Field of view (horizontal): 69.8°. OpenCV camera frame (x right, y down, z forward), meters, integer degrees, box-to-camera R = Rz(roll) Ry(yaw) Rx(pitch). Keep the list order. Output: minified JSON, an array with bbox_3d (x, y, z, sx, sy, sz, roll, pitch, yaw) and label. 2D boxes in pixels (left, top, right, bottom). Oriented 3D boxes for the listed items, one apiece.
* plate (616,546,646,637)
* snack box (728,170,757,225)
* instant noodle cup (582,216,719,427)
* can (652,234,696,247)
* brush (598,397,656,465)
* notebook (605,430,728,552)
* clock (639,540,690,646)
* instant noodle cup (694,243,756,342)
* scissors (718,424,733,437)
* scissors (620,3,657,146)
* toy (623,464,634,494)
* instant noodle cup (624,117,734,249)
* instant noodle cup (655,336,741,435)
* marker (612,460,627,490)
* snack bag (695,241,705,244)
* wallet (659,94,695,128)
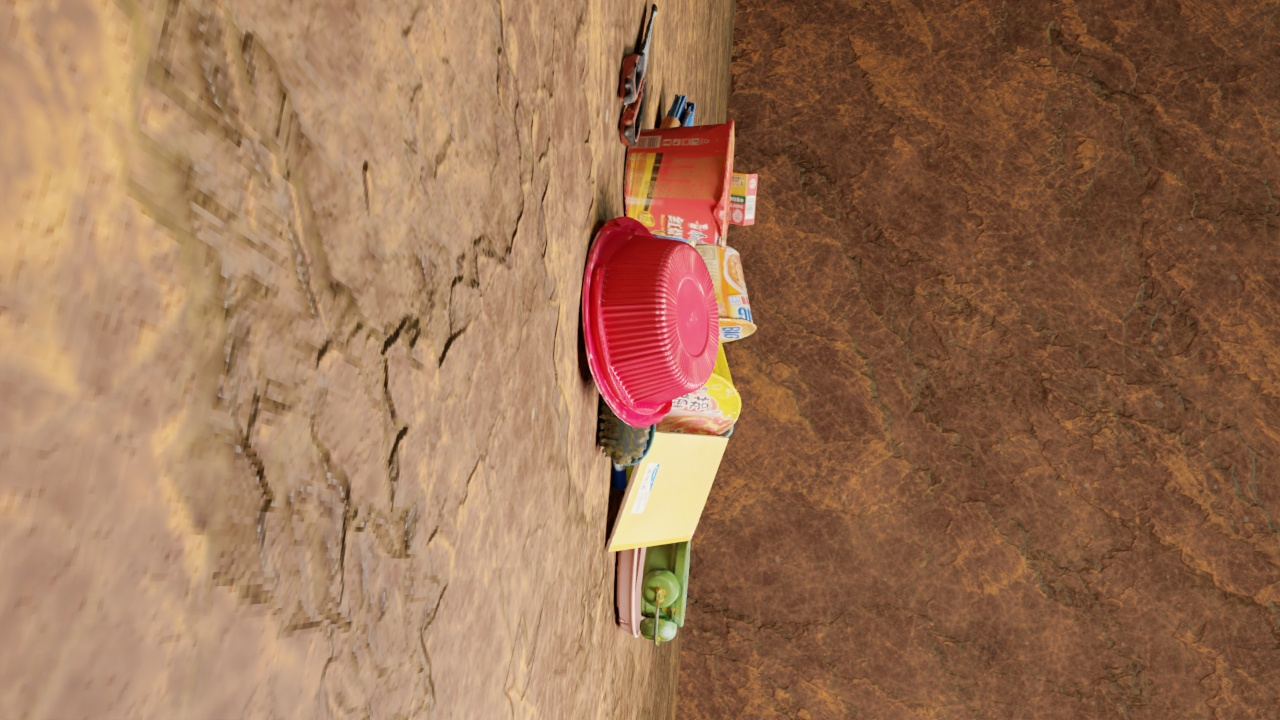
[{"bbox_3d":[-0.005,0.248,1.218,0.229,0.028,0.229,5,88,-84],"label":"plate"},{"bbox_3d":[0.111,-0.257,1.414,0.027,0.156,0.077,-14,113,-42],"label":"snack box"},{"bbox_3d":[0.020,-0.037,0.831,0.193,0.066,0.194,-3,90,-65],"label":"instant noodle cup"},{"bbox_3d":[0.044,-0.161,1.164,0.102,0.057,0.083,31,82,-81],"label":"can"},{"bbox_3d":[-0.009,0.033,0.922,0.073,0.055,0.144,7,86,-82],"label":"brush"},{"bbox_3d":[0.037,0.154,1.096,0.206,0.010,0.146,11,100,-60],"label":"notebook"},{"bbox_3d":[0.031,0.296,1.192,0.161,0.056,0.116,-75,167,-61],"label":"clock"},{"bbox_3d":[0.080,-0.090,1.264,0.151,0.151,0.111,62,24,-77],"label":"instant noodle cup"},{"bbox_3d":[0.064,0.116,1.259,0.019,0.175,0.170,-3,93,-42],"label":"scissors"},{"bbox_3d":[0.000,-0.316,0.946,0.182,0.015,0.209,24,70,-82],"label":"scissors"},{"bbox_3d":[-0.001,0.139,1.118,0.100,0.031,0.096,8,63,-68],"label":"toy"},{"bbox_3d":[0.043,-0.194,0.992,0.138,0.108,0.138,6,89,-83],"label":"instant noodle cup"},{"bbox_3d":[0.054,0.023,1.176,0.109,0.138,0.138,-92,179,-45],"label":"instant noodle cup"},{"bbox_3d":[-0.024,0.081,0.999,0.016,0.017,0.146,-76,168,-55],"label":"marker"},{"bbox_3d":[0.072,-0.186,1.361,0.128,0.073,0.208,-16,118,-40],"label":"snack bag"},{"bbox_3d":[0.041,-0.273,1.223,0.106,0.040,0.132,87,18,-55],"label":"wallet"}]
